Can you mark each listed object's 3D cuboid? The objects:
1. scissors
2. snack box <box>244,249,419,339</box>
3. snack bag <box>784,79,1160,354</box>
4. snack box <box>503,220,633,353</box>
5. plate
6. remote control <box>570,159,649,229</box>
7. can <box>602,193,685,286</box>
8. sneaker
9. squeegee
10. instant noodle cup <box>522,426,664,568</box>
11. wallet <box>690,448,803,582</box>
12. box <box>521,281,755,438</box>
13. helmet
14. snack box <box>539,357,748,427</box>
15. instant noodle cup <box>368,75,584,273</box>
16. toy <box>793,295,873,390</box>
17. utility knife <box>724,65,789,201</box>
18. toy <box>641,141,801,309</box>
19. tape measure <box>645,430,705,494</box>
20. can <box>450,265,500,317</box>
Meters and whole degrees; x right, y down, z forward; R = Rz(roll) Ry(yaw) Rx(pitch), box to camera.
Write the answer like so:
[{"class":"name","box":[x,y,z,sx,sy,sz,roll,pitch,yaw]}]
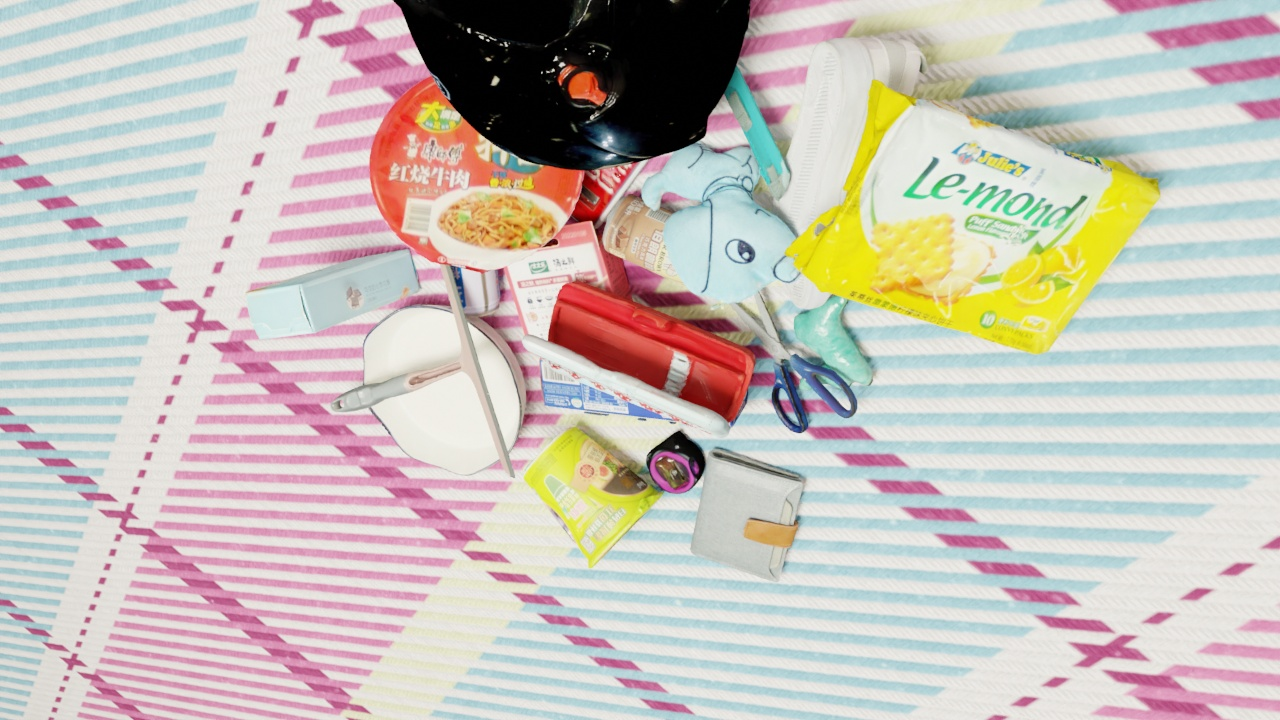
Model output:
[{"class":"scissors","box":[0.139,0.000,0.858,0.163,0.012,0.162,23,135,37]},{"class":"snack box","box":[-0.310,-0.070,0.942,0.074,0.174,0.052,-4,106,26]},{"class":"snack bag","box":[0.250,-0.104,0.700,0.246,0.068,0.158,14,122,-15]},{"class":"snack box","box":[-0.072,-0.076,0.912,0.113,0.044,0.127,-5,113,26]},{"class":"plate","box":[-0.215,0.028,1.024,0.205,0.045,0.205,10,118,20]},{"class":"remote control","box":[-0.028,-0.184,0.855,0.056,0.020,0.136,42,123,1]},{"class":"can","box":[0.028,-0.106,0.846,0.116,0.058,0.059,25,121,10]},{"class":"sneaker","box":[0.173,-0.150,0.757,0.090,0.089,0.243,-11,135,-16]},{"class":"squeegee","box":[-0.247,0.022,0.986,0.250,0.040,0.247,-16,92,35]},{"class":"instant noodle cup","box":[-0.057,0.138,0.978,0.123,0.111,0.112,44,123,7]},{"class":"wallet","box":[0.110,0.165,0.954,0.107,0.036,0.130,17,120,16]},{"class":"box","box":[-0.006,0.007,0.829,0.201,0.098,0.095,23,114,14]},{"class":"helmet","box":[-0.049,-0.255,0.693,0.231,0.274,0.233,87,158,-44]},{"class":"snack box","box":[0.003,0.022,0.918,0.208,0.058,0.057,5,114,22]},{"class":"instant noodle cup","box":[-0.148,-0.169,0.848,0.194,0.066,0.193,0,80,-2]},{"class":"toy","box":[0.174,-0.008,0.848,0.097,0.030,0.092,-30,98,43]},{"class":"utility knife","box":[0.081,-0.221,0.770,0.029,0.013,0.187,-31,83,53]},{"class":"toy","box":[0.068,-0.116,0.789,0.161,0.050,0.156,14,77,20]},{"class":"tape measure","box":[0.037,0.110,0.957,0.057,0.039,0.058,-36,96,32]},{"class":"can","box":[-0.174,-0.114,0.932,0.053,0.053,0.135,7,117,20]}]
